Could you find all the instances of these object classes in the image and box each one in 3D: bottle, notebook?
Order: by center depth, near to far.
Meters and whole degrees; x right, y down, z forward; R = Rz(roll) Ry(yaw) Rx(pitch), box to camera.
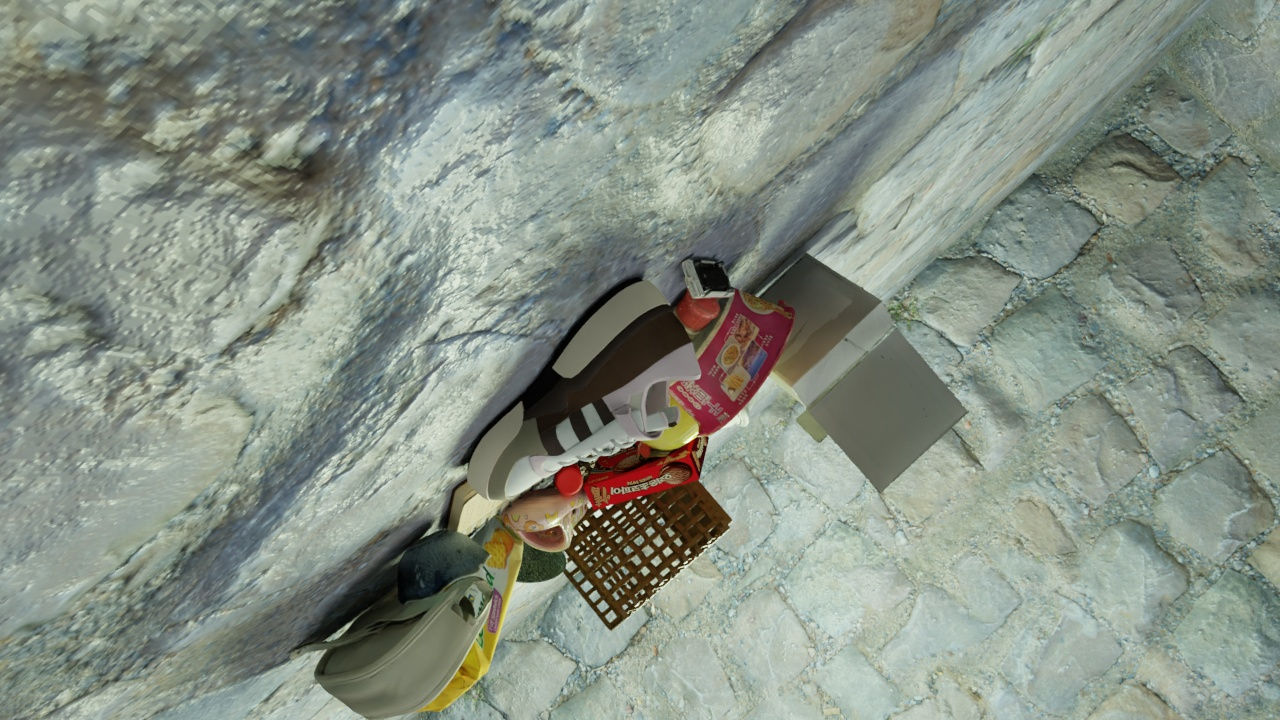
[{"bbox_3d":[0.041,-0.032,1.004,0.044,0.044,0.109,-28,164,-49],"label":"bottle"},{"bbox_3d":[-0.129,0.123,1.080,0.224,0.024,0.168,-35,166,-29],"label":"notebook"},{"bbox_3d":[-0.097,0.153,1.231,0.036,0.036,0.119,-41,-175,-3],"label":"bottle"}]

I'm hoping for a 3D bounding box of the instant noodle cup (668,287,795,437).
[{"bbox_3d":[0.090,-0.009,1.046,0.179,0.077,0.178,-53,-170,13],"label":"instant noodle cup"}]

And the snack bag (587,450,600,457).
[{"bbox_3d":[-0.048,0.113,1.315,0.099,0.020,0.026,-31,173,-42],"label":"snack bag"}]

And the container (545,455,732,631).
[{"bbox_3d":[-0.025,0.263,1.451,0.213,0.219,0.252,-38,168,-18],"label":"container"}]

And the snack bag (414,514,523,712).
[{"bbox_3d":[-0.225,0.332,1.182,0.160,0.068,0.246,-44,-159,38],"label":"snack bag"}]

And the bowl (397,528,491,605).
[{"bbox_3d":[-0.226,0.222,1.018,0.110,0.055,0.110,-25,-179,0],"label":"bowl"}]

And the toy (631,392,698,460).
[{"bbox_3d":[0.064,0.048,1.220,0.207,0.092,0.134,-34,-160,-4],"label":"toy"}]

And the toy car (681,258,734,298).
[{"bbox_3d":[0.063,-0.079,0.921,0.039,0.039,0.113,-23,176,23],"label":"toy car"}]

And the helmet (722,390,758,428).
[{"bbox_3d":[0.124,0.049,1.392,0.183,0.117,0.271,-39,167,-10],"label":"helmet"}]

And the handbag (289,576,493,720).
[{"bbox_3d":[-0.289,0.312,1.063,0.230,0.132,0.183,-13,-144,56],"label":"handbag"}]

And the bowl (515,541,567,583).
[{"bbox_3d":[-0.173,0.266,1.344,0.137,0.137,0.057,-51,-155,41],"label":"bowl"}]

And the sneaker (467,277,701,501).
[{"bbox_3d":[-0.048,0.061,0.866,0.295,0.116,0.111,-47,167,28],"label":"sneaker"}]

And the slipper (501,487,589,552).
[{"bbox_3d":[-0.126,0.214,1.215,0.093,0.081,0.197,-3,178,13],"label":"slipper"}]

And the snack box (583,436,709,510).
[{"bbox_3d":[0.011,0.140,1.263,0.152,0.036,0.132,-19,-165,16],"label":"snack box"}]

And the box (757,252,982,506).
[{"bbox_3d":[0.288,0.022,1.252,0.167,0.330,0.165,-43,-177,-1],"label":"box"}]
